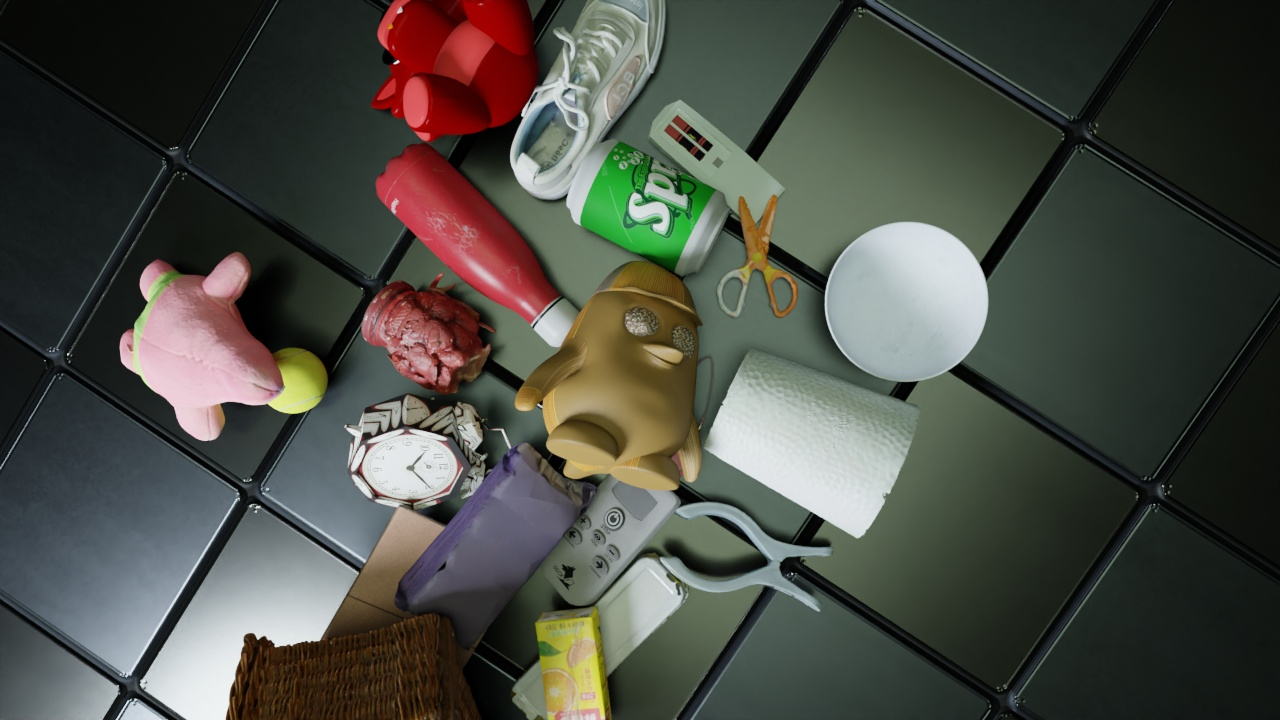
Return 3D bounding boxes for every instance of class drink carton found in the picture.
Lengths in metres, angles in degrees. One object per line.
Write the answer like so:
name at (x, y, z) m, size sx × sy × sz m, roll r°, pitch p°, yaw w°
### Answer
drink carton at (-0.062, 0.311, 0.884) m, size 0.058 × 0.043 × 0.134 m, roll -8°, pitch 90°, yaw 5°

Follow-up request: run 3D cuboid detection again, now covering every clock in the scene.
clock at (-0.203, 0.084, 0.893) m, size 0.154 × 0.065 × 0.115 m, roll -2°, pitch 130°, yaw -10°

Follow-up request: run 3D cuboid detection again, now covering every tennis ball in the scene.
tennis ball at (-0.346, 0.020, 0.914) m, size 0.065 × 0.065 × 0.065 m, roll 0°, pitch 92°, yaw 4°

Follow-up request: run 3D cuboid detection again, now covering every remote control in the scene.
remote control at (0.072, -0.194, 0.894) m, size 0.143 × 0.024 × 0.049 m, roll 41°, pitch 94°, yaw 2°
remote control at (-0.034, 0.169, 0.903) m, size 0.151 × 0.019 × 0.074 m, roll -49°, pitch 62°, yaw 5°

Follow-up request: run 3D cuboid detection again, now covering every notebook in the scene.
notebook at (-0.229, 0.262, 0.916) m, size 0.141 × 0.008 × 0.209 m, roll 30°, pitch 94°, yaw -19°

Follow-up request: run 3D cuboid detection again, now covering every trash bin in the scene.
trash bin at (0.153, 0.069, 0.850) m, size 0.161 × 0.133 × 0.133 m, roll 25°, pitch 93°, yaw 8°

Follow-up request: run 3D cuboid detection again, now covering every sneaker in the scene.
sneaker at (-0.049, -0.267, 0.869) m, size 0.089 × 0.090 × 0.242 m, roll 30°, pitch 93°, yaw 4°

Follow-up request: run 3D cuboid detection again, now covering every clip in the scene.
clip at (0.110, 0.170, 0.900) m, size 0.167 × 0.028 × 0.127 m, roll 13°, pitch 76°, yaw 0°

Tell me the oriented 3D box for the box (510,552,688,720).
box at (-0.041, 0.282, 0.917) m, size 0.064 × 0.033 × 0.209 m, roll 45°, pitch 94°, yaw 4°

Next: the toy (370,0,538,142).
toy at (-0.180, -0.284, 0.847) m, size 0.197 × 0.120 × 0.158 m, roll 36°, pitch 98°, yaw 45°

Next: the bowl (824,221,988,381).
bowl at (0.241, -0.054, 0.861) m, size 0.144 × 0.074 × 0.144 m, roll 0°, pitch 92°, yaw 4°

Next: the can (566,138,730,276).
can at (0.008, -0.145, 0.869) m, size 0.140 × 0.087 × 0.088 m, roll 27°, pitch 94°, yaw 3°

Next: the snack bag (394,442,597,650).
snack bag at (-0.139, 0.181, 0.883) m, size 0.096 × 0.058 × 0.205 m, roll 38°, pitch 92°, yaw -18°

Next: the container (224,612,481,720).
container at (-0.237, 0.360, 0.833) m, size 0.183 × 0.162 × 0.250 m, roll -15°, pitch 124°, yaw -5°

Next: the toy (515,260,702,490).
toy at (-0.005, 0.005, 0.842) m, size 0.198 × 0.163 × 0.203 m, roll 26°, pitch 67°, yaw -28°

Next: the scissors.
scissors at (0.104, -0.100, 0.895) m, size 0.097 × 0.012 × 0.133 m, roll -16°, pitch 99°, yaw 7°

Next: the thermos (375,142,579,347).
thermos at (-0.150, -0.106, 0.891) m, size 0.240 × 0.073 × 0.073 m, roll 45°, pitch 94°, yaw 1°

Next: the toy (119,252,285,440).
toy at (-0.416, -0.012, 0.886) m, size 0.237 × 0.096 × 0.192 m, roll 22°, pitch 101°, yaw 32°

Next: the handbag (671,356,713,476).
handbag at (0.045, 0.051, 0.907) m, size 0.055 × 0.029 × 0.119 m, roll 24°, pitch 89°, yaw 5°

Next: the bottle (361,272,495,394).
bottle at (-0.201, -0.027, 0.894) m, size 0.111 × 0.099 × 0.099 m, roll 32°, pitch 94°, yaw 13°
